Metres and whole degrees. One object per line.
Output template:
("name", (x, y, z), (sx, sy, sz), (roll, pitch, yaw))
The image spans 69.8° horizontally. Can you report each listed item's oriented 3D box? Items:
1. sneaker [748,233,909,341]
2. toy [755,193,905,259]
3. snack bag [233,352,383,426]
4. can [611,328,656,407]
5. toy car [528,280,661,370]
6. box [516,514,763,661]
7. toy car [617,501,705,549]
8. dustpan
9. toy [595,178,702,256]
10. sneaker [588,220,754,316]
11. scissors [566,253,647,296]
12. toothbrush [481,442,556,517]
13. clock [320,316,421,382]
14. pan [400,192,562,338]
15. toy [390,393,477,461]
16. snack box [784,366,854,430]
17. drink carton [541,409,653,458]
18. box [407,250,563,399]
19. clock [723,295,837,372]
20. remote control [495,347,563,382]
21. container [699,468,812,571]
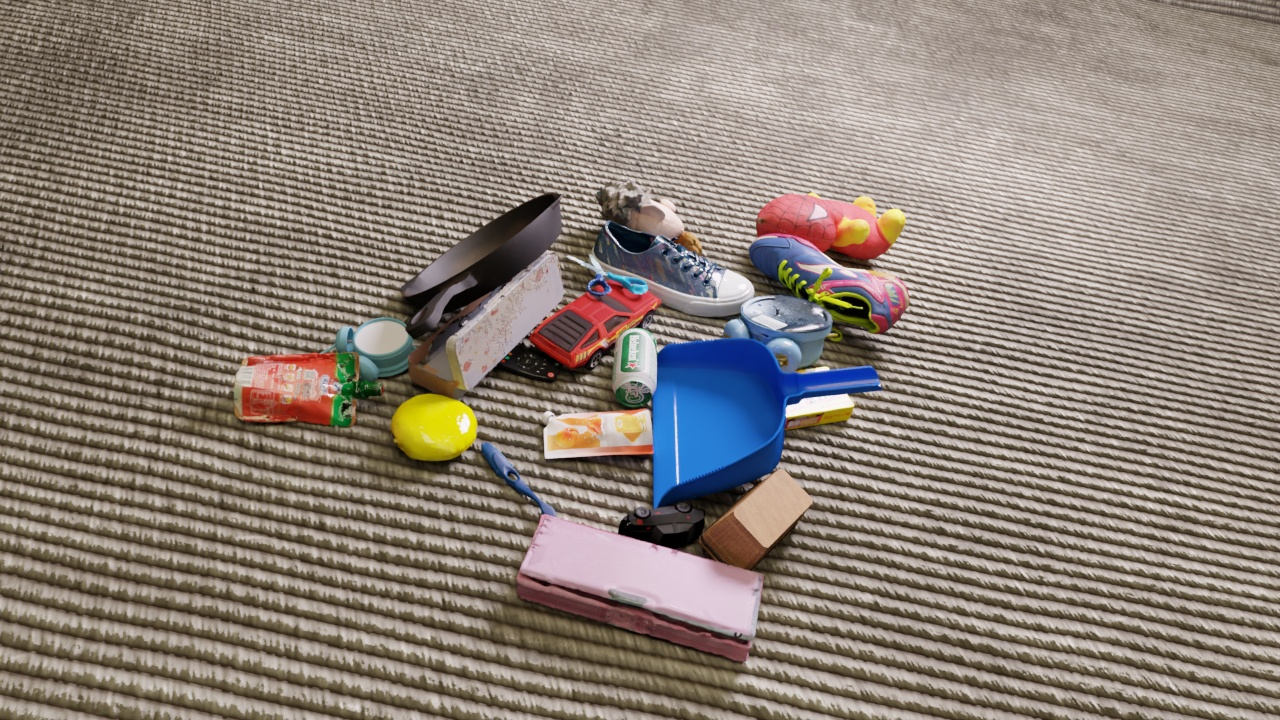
("sneaker", (0.238, -0.104, 1.242), (0.242, 0.116, 0.090), (25, 56, 32))
("toy", (0.270, -0.195, 1.352), (0.216, 0.099, 0.147), (-4, 17, -19))
("snack bag", (-0.365, 0.030, 1.016), (0.155, 0.044, 0.087), (0, 70, -9))
("can", (-0.007, 0.006, 1.111), (0.053, 0.053, 0.101), (7, 41, -4))
("toy car", (-0.054, -0.051, 1.168), (0.081, 0.056, 0.188), (33, 43, 21))
("box", (0.001, 0.214, 0.890), (0.233, 0.046, 0.097), (15, 43, 6))
("toy car", (0.023, 0.173, 0.940), (0.091, 0.042, 0.036), (-5, 41, -17))
("dustpan", (0.138, 0.051, 1.029), (0.258, 0.060, 0.245), (-6, 39, 6))
("toy", (0.016, -0.200, 1.309), (0.176, 0.133, 0.076), (32, 87, -4))
("sneaker", (0.043, -0.128, 1.251), (0.235, 0.079, 0.087), (17, 42, 7))
("scissors", (-0.059, -0.113, 1.199), (0.133, 0.015, 0.103), (32, 34, 28))
("toothbrush", (-0.131, 0.130, 0.980), (0.021, 0.016, 0.132), (-25, 50, -34))
("clock", (-0.321, -0.009, 1.081), (0.123, 0.042, 0.087), (-23, 51, -25))
("pan", (-0.197, -0.100, 1.088), (0.249, 0.043, 0.355), (-26, 21, 19))
("toy", (-0.226, 0.072, 1.005), (0.094, 0.041, 0.095), (-17, 49, -31))
("snack box", (0.177, 0.049, 1.122), (0.152, 0.025, 0.075), (-7, 44, -19))
("drink carton", (-0.050, 0.082, 1.039), (0.122, 0.039, 0.069), (-3, 44, -6))
("box", (-0.185, -0.046, 1.103), (0.108, 0.095, 0.215), (4, 36, 32))
("clock", (0.172, -0.033, 1.165), (0.161, 0.060, 0.118), (-22, 37, -40))
("remote control", (-0.159, -0.001, 1.121), (0.125, 0.010, 0.039), (17, 42, 7))
("container", (0.124, 0.164, 0.945), (0.063, 0.061, 0.113), (46, 51, 12))
